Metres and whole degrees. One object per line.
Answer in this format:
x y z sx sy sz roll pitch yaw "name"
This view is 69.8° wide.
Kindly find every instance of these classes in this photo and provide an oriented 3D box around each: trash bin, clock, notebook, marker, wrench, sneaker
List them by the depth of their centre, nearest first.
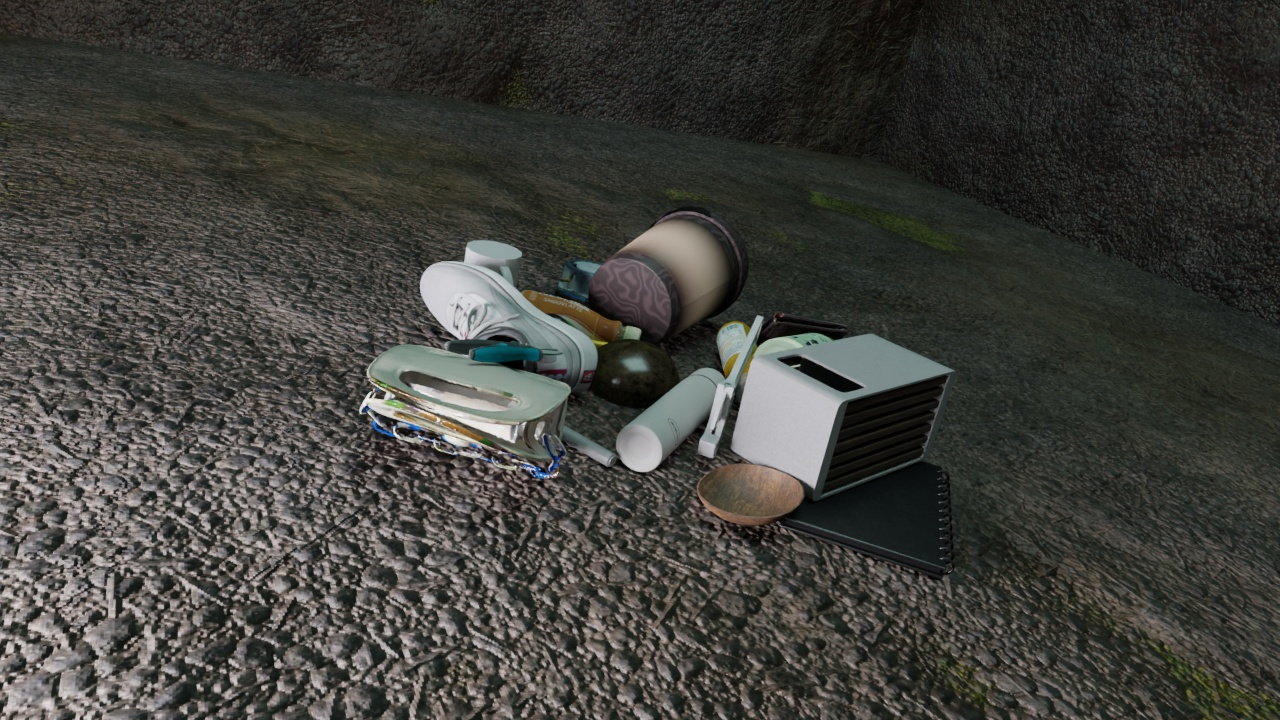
-0.083 0.076 0.973 0.140 0.016 0.016 26 26 29 "marker"
0.250 0.146 0.990 0.169 0.019 0.230 16 22 11 "notebook"
0.228 0.055 1.021 0.228 0.115 0.114 -10 30 -42 "trash bin"
-0.182 -0.034 1.071 0.263 0.097 0.128 32 23 24 "sneaker"
0.112 0.023 1.082 0.018 0.087 0.272 17 30 10 "wrench"
-0.076 -0.122 1.408 0.090 0.052 0.129 16 18 8 "clock"

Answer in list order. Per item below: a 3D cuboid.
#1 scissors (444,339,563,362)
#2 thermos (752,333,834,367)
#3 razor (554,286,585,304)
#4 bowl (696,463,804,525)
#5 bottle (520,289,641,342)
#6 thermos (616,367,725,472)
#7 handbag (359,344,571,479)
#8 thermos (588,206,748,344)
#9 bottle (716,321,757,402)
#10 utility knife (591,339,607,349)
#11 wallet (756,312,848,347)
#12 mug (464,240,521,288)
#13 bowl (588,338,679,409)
-0.134 -0.009 0.945 0.132 0.019 0.148 10 8 -10 "scissors"
0.209 0.007 1.180 0.082 0.082 0.231 22 11 20 "thermos"
-0.107 -0.090 1.278 0.042 0.022 0.144 20 -5 -13 "razor"
0.108 0.139 0.911 0.102 0.026 0.114 14 23 28 "bowl"
-0.083 -0.046 1.209 0.167 0.059 0.059 14 22 0 "bottle"
0.043 0.060 1.033 0.052 0.052 0.223 21 23 18 "thermos"
-0.165 0.053 0.860 0.201 0.093 0.199 15 5 4 "handbag"
0.038 -0.115 1.311 0.173 0.173 0.225 22 31 21 "thermos"
0.135 0.004 1.215 0.053 0.053 0.186 11 23 -6 "bottle"
-0.073 -0.019 1.186 0.206 0.031 0.018 8 47 -8 "utility knife"
0.220 -0.034 1.310 0.120 0.100 0.031 7 65 -19 "wallet"
-0.198 -0.102 1.236 0.073 0.090 0.105 -3 27 -33 "mug"
-0.007 0.007 1.128 0.121 0.056 0.121 11 22 -5 "bowl"
